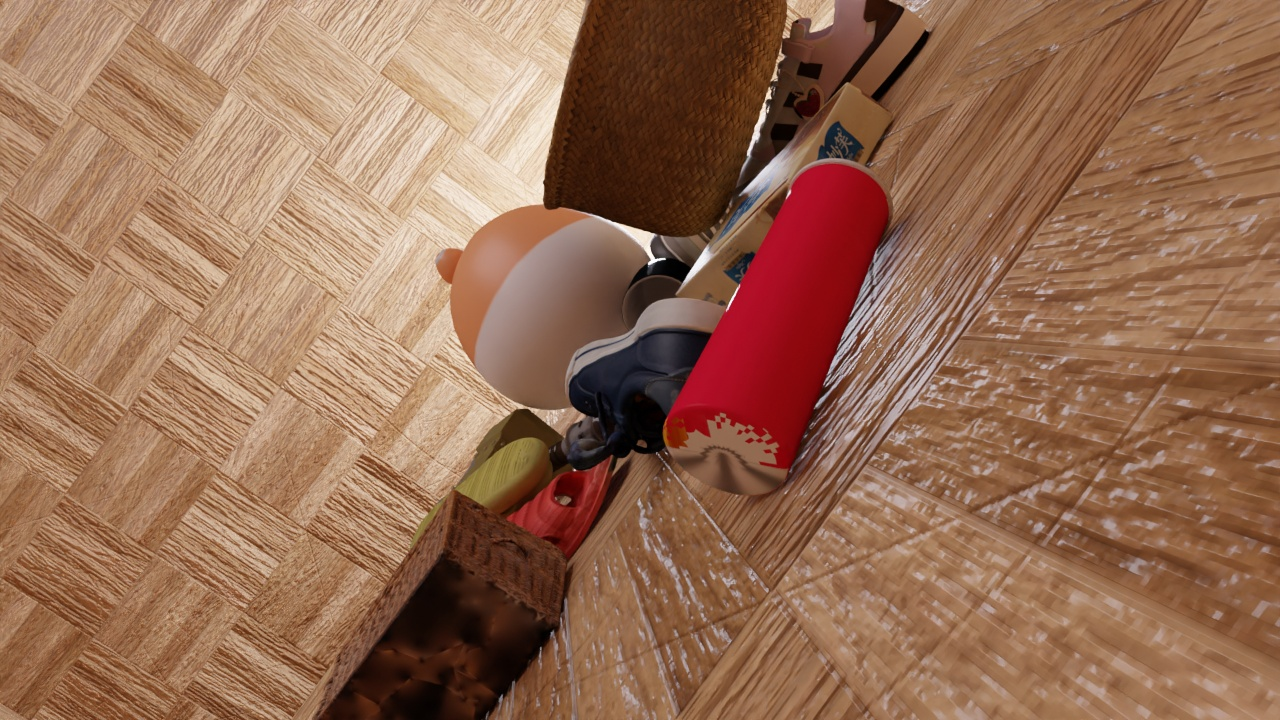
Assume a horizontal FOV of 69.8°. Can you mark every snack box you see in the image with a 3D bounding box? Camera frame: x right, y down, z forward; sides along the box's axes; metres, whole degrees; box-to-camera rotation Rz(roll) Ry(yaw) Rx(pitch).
[{"bbox_3d":[0.128,-0.140,0.852,0.153,0.055,0.208,-57,8,-32],"label":"snack box"}]

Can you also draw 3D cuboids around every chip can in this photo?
[{"bbox_3d":[0.085,-0.027,0.527,0.069,0.069,0.219,-45,11,51],"label":"chip can"}]

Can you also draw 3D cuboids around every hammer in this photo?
[{"bbox_3d":[-0.109,0.117,1.032,0.326,0.100,0.189,-35,19,52],"label":"hammer"}]

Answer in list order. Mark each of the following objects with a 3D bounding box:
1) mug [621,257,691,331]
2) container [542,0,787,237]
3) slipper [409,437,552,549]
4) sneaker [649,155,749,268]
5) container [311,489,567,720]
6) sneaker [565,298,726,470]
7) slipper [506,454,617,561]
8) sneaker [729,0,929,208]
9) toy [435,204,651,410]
[{"bbox_3d":[0.024,-0.053,1.058,0.094,0.085,0.122,-69,-12,-68],"label":"mug"},{"bbox_3d":[0.029,-0.281,0.971,0.307,0.196,0.307,175,114,-89],"label":"container"},{"bbox_3d":[-0.153,0.159,0.932,0.191,0.081,0.091,-37,18,21],"label":"slipper"},{"bbox_3d":[0.102,-0.193,1.205,0.161,0.093,0.256,-41,12,22],"label":"sneaker"},{"bbox_3d":[-0.156,0.220,0.727,0.198,0.114,0.112,-54,11,8],"label":"container"},{"bbox_3d":[-0.007,0.043,0.755,0.295,0.120,0.127,152,131,-69],"label":"sneaker"},{"bbox_3d":[-0.106,0.174,0.850,0.249,0.059,0.103,-54,7,10],"label":"slipper"},{"bbox_3d":[0.168,-0.277,1.004,0.295,0.116,0.111,-47,9,41],"label":"sneaker"},{"bbox_3d":[-0.120,-0.073,1.185,0.262,0.281,0.266,-29,-30,-53],"label":"toy"}]
